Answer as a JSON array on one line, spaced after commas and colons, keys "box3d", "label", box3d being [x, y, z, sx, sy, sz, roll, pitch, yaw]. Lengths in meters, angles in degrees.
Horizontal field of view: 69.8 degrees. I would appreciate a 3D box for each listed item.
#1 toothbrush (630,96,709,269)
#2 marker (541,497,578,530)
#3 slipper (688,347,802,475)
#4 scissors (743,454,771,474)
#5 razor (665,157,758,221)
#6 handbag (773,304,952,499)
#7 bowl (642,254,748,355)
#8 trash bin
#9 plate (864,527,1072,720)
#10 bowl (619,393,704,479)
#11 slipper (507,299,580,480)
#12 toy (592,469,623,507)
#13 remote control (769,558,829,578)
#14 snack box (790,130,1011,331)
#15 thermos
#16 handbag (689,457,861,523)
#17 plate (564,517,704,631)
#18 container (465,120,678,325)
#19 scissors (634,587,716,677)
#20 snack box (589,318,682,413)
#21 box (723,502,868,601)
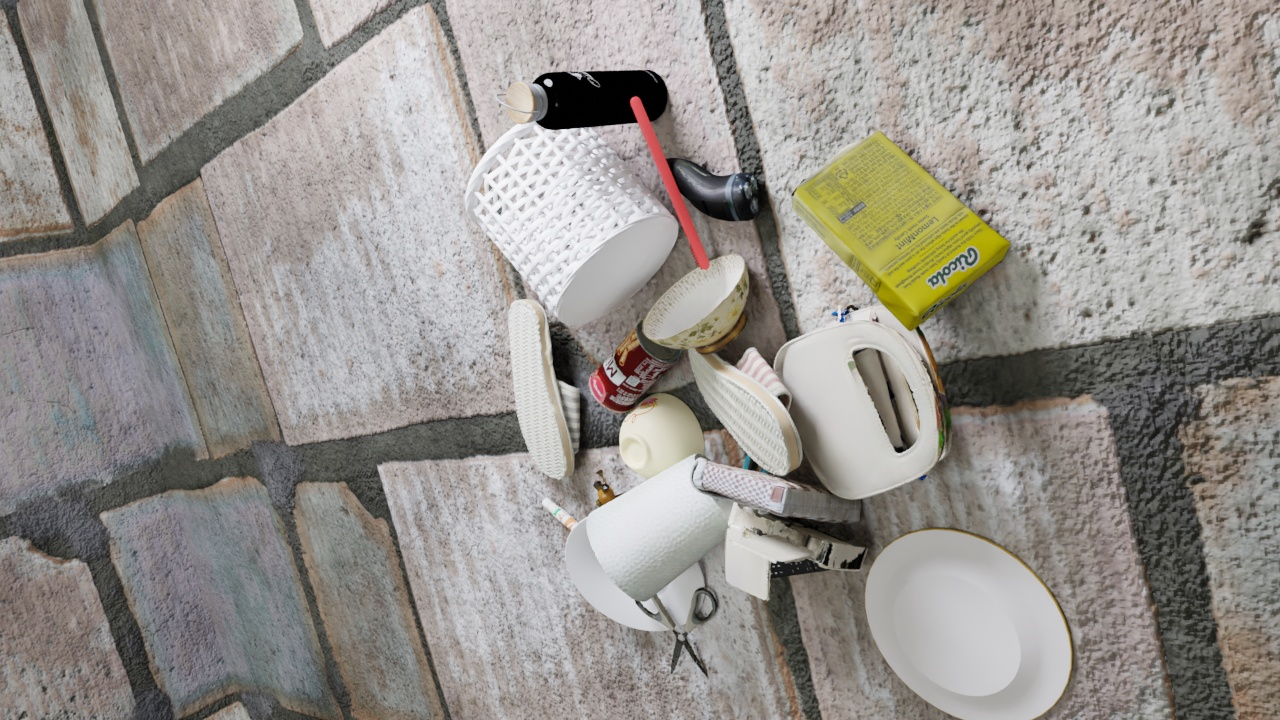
[{"box3d": [0.033, -0.202, 1.062, 0.212, 0.012, 0.018, 66, 166, -11], "label": "toothbrush"}, {"box3d": [-0.096, 0.255, 1.389, 0.145, 0.017, 0.017, 35, 125, 29], "label": "marker"}, {"box3d": [0.121, 0.040, 1.035, 0.263, 0.052, 0.115, -135, 27, -64], "label": "slipper"}, {"box3d": [0.155, 0.102, 1.109, 0.136, 0.019, 0.139, -37, 77, 40], "label": "scissors"}, {"box3d": [0.079, -0.204, 1.055, 0.140, 0.063, 0.053, 37, 169, 38], "label": "razor"}, {"box3d": [0.243, 0.035, 0.941, 0.200, 0.092, 0.200, -27, 85, 61], "label": "handbag"}, {"box3d": [0.078, -0.054, 1.064, 0.146, 0.144, 0.063, -17, 122, 44], "label": "bowl"}, {"box3d": [0.036, 0.203, 1.149, 0.161, 0.133, 0.133, -37, 77, 16], "label": "trash bin"}, {"box3d": [0.345, 0.294, 0.998, 0.230, 0.021, 0.230, 16, 114, 38], "label": "plate"}, {"box3d": [0.014, 0.109, 1.199, 0.118, 0.073, 0.118, 16, 114, 38], "label": "bowl"}, {"box3d": [-0.138, 0.041, 1.329, 0.115, 0.053, 0.273, 7, 113, 44], "label": "slipper"}, {"box3d": [-0.040, 0.200, 1.284, 0.076, 0.062, 0.100, 8, 129, 59], "label": "toy"}, {"box3d": [0.176, 0.256, 1.147, 0.140, 0.009, 0.030, -22, 89, 44], "label": "remote control"}, {"box3d": [0.243, -0.129, 0.884, 0.181, 0.121, 0.045, 49, 169, 20], "label": "snack box"}, {"box3d": [-0.066, -0.291, 1.025, 0.061, 0.230, 0.061, 16, 114, 38], "label": "thermos"}, {"box3d": [0.151, 0.151, 1.018, 0.124, 0.185, 0.047, 10, 86, 40], "label": "handbag"}, {"box3d": [-0.008, 0.294, 1.286, 0.209, 0.015, 0.209, 11, 121, 18], "label": "plate"}, {"box3d": [-0.082, -0.172, 1.113, 0.187, 0.188, 0.190, 49, 131, 17], "label": "container"}, {"box3d": [0.055, 0.368, 1.276, 0.171, 0.012, 0.158, 42, 122, 2], "label": "scissors"}, {"box3d": [-0.007, 0.007, 1.186, 0.072, 0.072, 0.122, 55, 132, 14], "label": "snack box"}, {"box3d": [0.143, 0.226, 1.029, 0.144, 0.183, 0.099, 17, 89, 43], "label": "box"}]
